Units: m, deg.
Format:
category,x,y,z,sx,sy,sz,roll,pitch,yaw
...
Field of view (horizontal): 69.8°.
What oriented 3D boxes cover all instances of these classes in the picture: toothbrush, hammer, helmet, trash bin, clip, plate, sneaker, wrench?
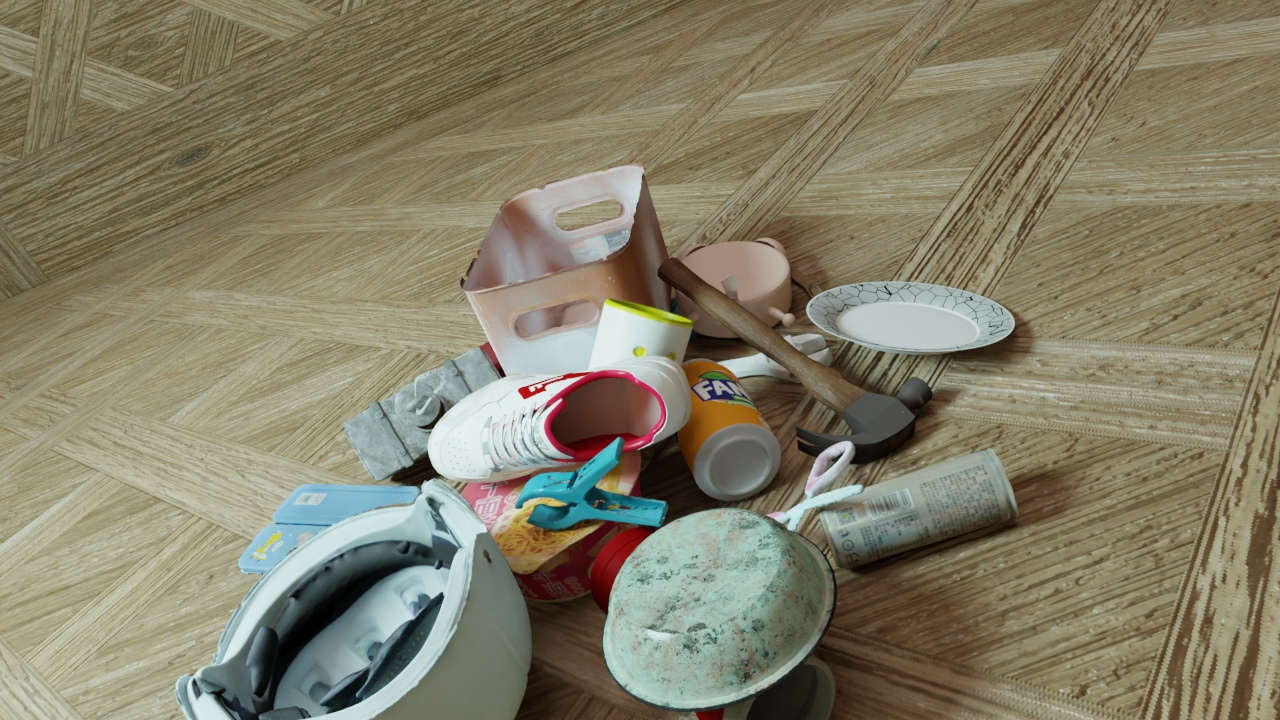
category,x,y,z,sx,sy,sz,roll,pitch,yaw
toothbrush,0.181,-0.103,1.083,0.016,0.016,0.166,-24,29,-3
hammer,0.123,-0.015,0.874,0.115,0.033,0.323,-34,49,-17
helmet,-0.190,0.224,0.680,0.236,0.164,0.264,-41,27,-26
hammer,-0.217,0.050,0.920,0.176,0.079,0.327,-31,1,-11
trash bin,-0.066,-0.087,1.014,0.182,0.157,0.259,-13,29,12
clip,-0.040,0.113,0.722,0.121,0.104,0.027,-13,28,29
plate,0.254,-0.038,0.875,0.188,0.016,0.188,-1,23,0
sneaker,-0.079,0.055,0.756,0.237,0.090,0.104,-11,3,13
wrench,0.069,0.015,0.975,0.274,0.018,0.066,-11,32,25

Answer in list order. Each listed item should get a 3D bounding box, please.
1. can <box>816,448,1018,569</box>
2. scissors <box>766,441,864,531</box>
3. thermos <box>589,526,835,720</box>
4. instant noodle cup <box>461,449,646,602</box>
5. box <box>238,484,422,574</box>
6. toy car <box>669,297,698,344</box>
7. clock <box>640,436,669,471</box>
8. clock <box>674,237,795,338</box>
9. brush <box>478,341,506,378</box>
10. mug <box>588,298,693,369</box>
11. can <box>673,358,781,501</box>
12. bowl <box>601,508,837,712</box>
category,x,y,z,sx,sy,sz,roll,pitch,yaw
can,0.203,0.111,0.681,0.136,0.054,0.054,-20,30,8
scissors,0.125,0.106,0.709,0.172,0.013,0.171,-39,-1,-35
thermos,0.052,0.187,0.646,0.107,0.084,0.199,-23,25,-23
instant noodle cup,-0.070,0.138,0.817,0.179,0.078,0.178,-17,31,11
box,-0.339,0.184,0.998,0.209,0.021,0.125,-4,34,32
toy car,0.040,-0.055,1.095,0.060,0.027,0.108,-33,31,-15
clock,-0.017,0.070,0.910,0.093,0.054,0.140,-25,27,-1
clock,0.103,-0.092,1.036,0.131,0.086,0.160,-4,30,8
brush,-0.149,-0.005,1.141,0.173,0.042,0.082,-30,30,-9
mug,-0.005,0.005,0.834,0.082,0.106,0.082,15,8,-2
can,0.070,0.059,0.838,0.079,0.079,0.142,-25,29,0
bowl,0.042,0.145,0.583,0.157,0.038,0.157,-19,27,10
